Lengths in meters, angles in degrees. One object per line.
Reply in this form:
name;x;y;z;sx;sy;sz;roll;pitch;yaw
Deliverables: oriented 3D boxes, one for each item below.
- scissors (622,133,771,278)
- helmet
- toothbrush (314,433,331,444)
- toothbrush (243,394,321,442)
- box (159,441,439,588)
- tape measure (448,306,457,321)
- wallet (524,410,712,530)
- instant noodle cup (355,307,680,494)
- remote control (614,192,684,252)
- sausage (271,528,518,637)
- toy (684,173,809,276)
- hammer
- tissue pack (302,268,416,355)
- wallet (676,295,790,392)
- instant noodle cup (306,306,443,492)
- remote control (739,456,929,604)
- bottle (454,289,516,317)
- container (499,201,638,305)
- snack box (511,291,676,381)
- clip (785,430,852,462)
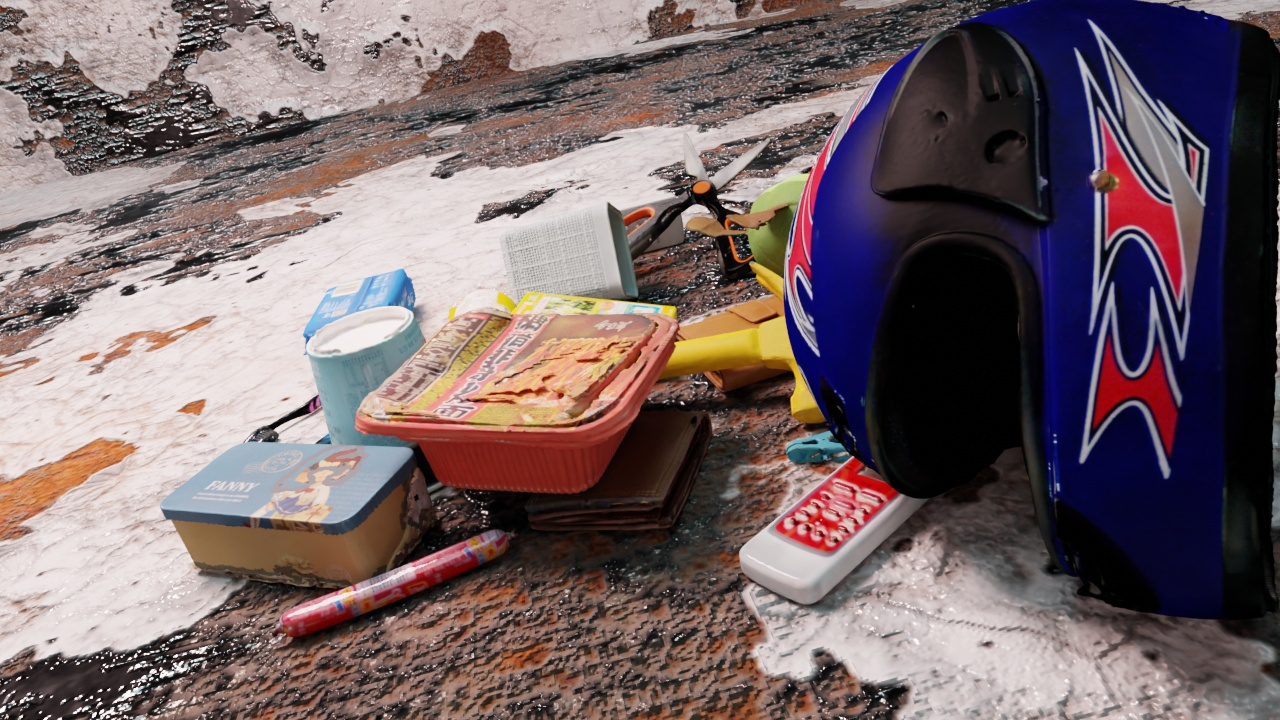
scissors;0.059;-0.162;0.974;0.221;0.022;0.234;-25;52;-1
helmet;0.196;-0.033;0.487;0.241;0.247;0.314;-1;60;35
toothbrush;-0.221;0.030;0.823;0.014;0.016;0.189;16;40;29
toothbrush;-0.286;0.032;0.844;0.018;0.014;0.188;15;36;28
box;-0.236;0.102;0.627;0.184;0.062;0.089;0;28;21
tape measure;-0.167;-0.042;0.920;0.057;0.029;0.060;-14;26;-4
wallet;-0.013;0.070;0.625;0.101;0.032;0.124;-5;26;22
instant noodle cup;-0.071;0.025;0.614;0.189;0.079;0.164;0;27;21
remote control;-0.026;-0.142;1.022;0.150;0.058;0.021;-16;27;-5
sausage;-0.148;0.137;0.564;0.155;0.020;0.020;-20;27;-14
toy;0.169;-0.108;0.780;0.246;0.090;0.227;7;-3;-18
hammer;-0.004;0.004;0.703;0.301;0.033;0.128;-10;60;17
tissue pack;-0.287;-0.044;0.951;0.095;0.052;0.157;-14;26;1
wallet;0.106;-0.021;0.755;0.131;0.031;0.108;-17;28;-13
instant noodle cup;-0.190;0.028;0.684;0.111;0.120;0.111;-10;26;5
remote control;0.118;0.091;0.535;0.135;0.020;0.056;-30;32;-32
bottle;-0.141;-0.020;0.823;0.063;0.063;0.108;-12;27;2
container;-0.070;-0.095;0.892;0.111;0.090;0.090;-11;0;9
snack box;-0.044;-0.023;0.790;0.140;0.034;0.086;8;29;8
clip;0.123;0.057;0.608;0.054;0.013;0.034;-12;25;3
